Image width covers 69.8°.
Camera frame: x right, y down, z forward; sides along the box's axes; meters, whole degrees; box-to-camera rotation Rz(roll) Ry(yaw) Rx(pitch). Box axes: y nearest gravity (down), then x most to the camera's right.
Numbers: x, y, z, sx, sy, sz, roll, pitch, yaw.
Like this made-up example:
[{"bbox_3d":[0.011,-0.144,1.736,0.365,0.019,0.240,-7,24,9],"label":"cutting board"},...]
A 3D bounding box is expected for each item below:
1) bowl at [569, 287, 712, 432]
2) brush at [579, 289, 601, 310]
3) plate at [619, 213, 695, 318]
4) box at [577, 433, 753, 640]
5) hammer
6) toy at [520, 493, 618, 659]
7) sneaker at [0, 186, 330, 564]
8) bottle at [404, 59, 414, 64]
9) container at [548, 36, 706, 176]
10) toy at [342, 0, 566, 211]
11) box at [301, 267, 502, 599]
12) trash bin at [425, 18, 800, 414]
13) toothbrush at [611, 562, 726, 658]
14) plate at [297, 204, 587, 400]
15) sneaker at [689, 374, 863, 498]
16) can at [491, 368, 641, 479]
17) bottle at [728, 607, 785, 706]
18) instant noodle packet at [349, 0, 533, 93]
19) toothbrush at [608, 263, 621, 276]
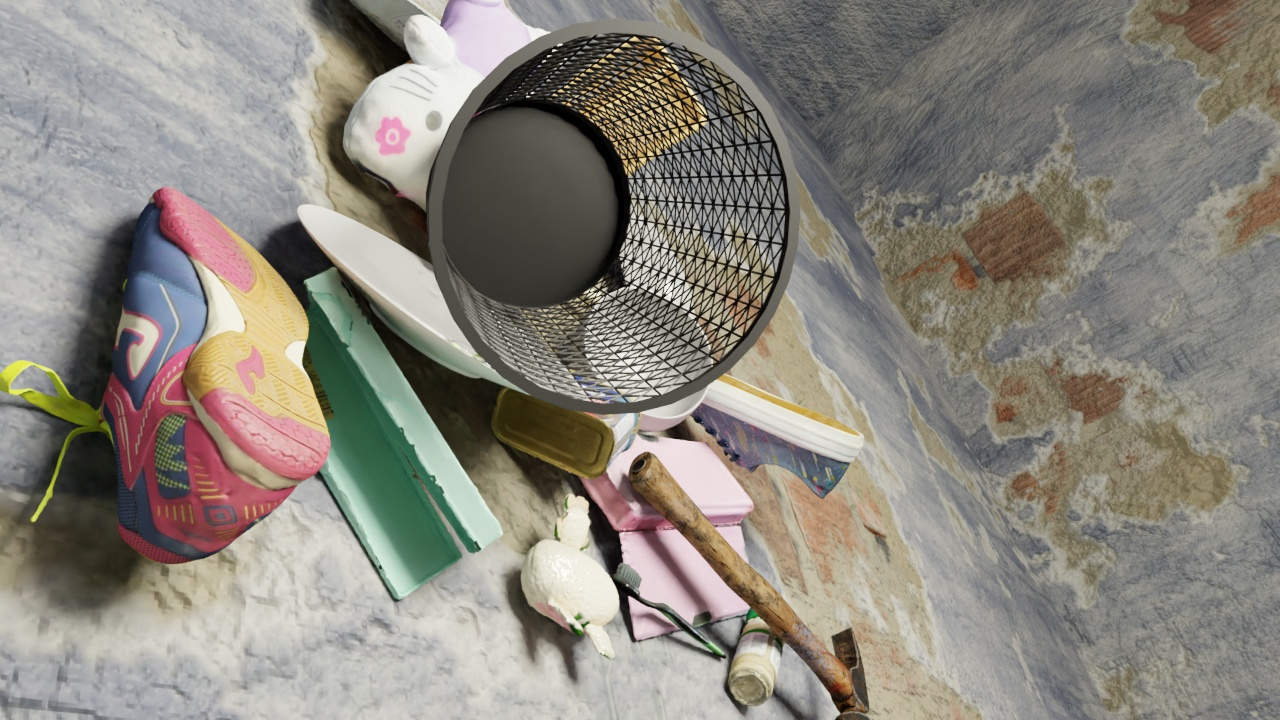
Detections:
[{"bbox_3d":[-0.005,0.005,0.846,0.131,0.065,0.131,13,59,-23],"label":"bowl"},{"bbox_3d":[-0.083,-0.095,0.874,0.272,0.062,0.077,37,25,-32],"label":"brush"},{"bbox_3d":[0.014,-0.086,1.064,0.173,0.019,0.172,43,36,-44],"label":"plate"},{"bbox_3d":[0.038,0.142,0.804,0.232,0.055,0.180,12,50,-60],"label":"box"},{"bbox_3d":[0.098,0.190,0.776,0.330,0.033,0.119,49,23,-23],"label":"hammer"},{"bbox_3d":[-0.046,0.149,0.622,0.087,0.050,0.112,39,22,-46],"label":"toy"},{"bbox_3d":[-0.226,-0.004,0.442,0.116,0.091,0.241,42,7,-43],"label":"sneaker"},{"bbox_3d":[-0.172,-0.230,0.865,0.131,0.048,0.048,42,27,-32],"label":"bottle"},{"bbox_3d":[-0.030,-0.268,1.031,0.129,0.184,0.166,58,16,0],"label":"container"},{"bbox_3d":[-0.156,-0.219,0.753,0.137,0.086,0.209,45,65,-43],"label":"toy"},{"bbox_3d":[-0.166,0.048,0.546,0.188,0.079,0.077,58,-18,1],"label":"box"},{"bbox_3d":[-0.049,-0.099,0.622,0.217,0.217,0.243,47,-6,-22],"label":"trash bin"},{"bbox_3d":[0.028,0.200,0.718,0.188,0.014,0.017,48,53,-44],"label":"toothbrush"},{"bbox_3d":[-0.137,-0.026,0.626,0.229,0.030,0.229,36,5,-4],"label":"plate"},{"bbox_3d":[0.098,0.065,0.913,0.236,0.079,0.087,23,8,19],"label":"sneaker"},{"bbox_3d":[-0.055,0.044,0.694,0.100,0.054,0.058,22,22,11],"label":"can"},{"bbox_3d":[0.105,0.255,0.802,0.042,0.043,0.109,55,24,-6],"label":"bottle"},{"bbox_3d":[-0.182,-0.284,0.881,0.147,0.057,0.269,29,0,43],"label":"instant noodle packet"},{"bbox_3d":[-0.043,-0.110,1.011,0.189,0.017,0.016,16,46,-58],"label":"toothbrush"}]
